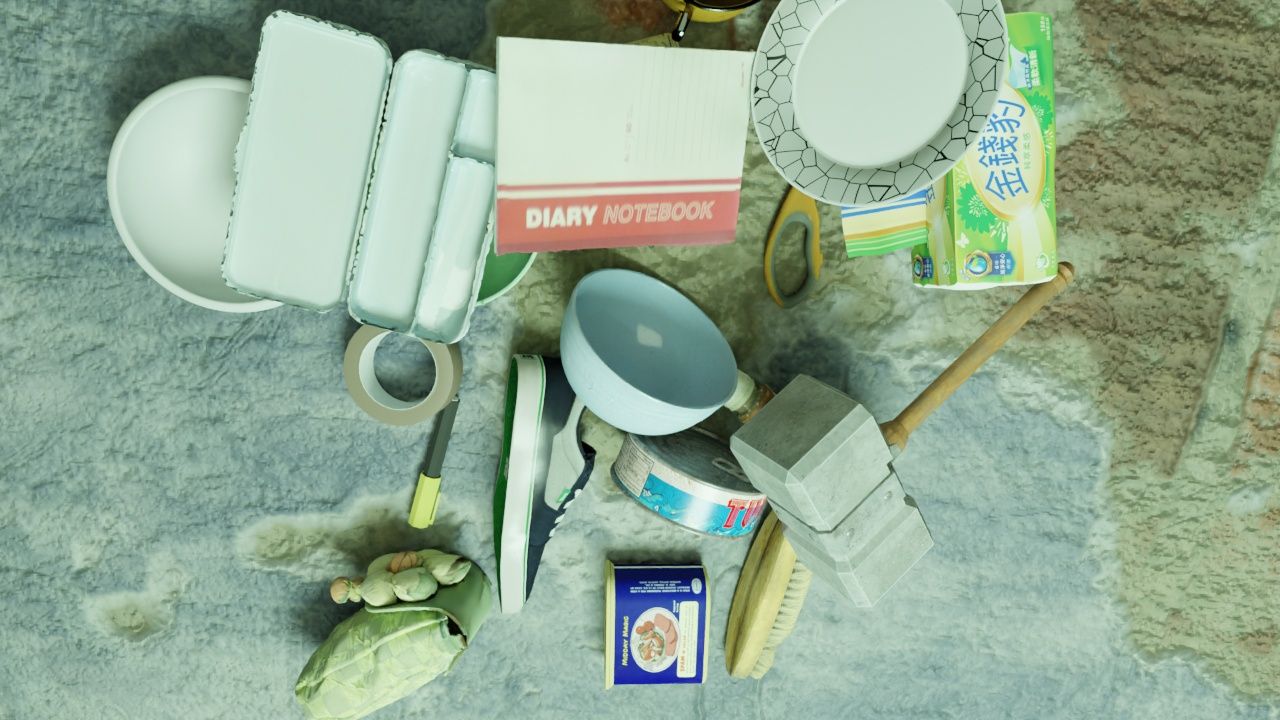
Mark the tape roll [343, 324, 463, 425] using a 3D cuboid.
[{"bbox_3d":[-0.199,0.006,0.770,0.094,0.030,0.094,1,99,5],"label":"tape roll"}]

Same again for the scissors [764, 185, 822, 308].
[{"bbox_3d":[0.165,-0.152,0.752,0.216,0.016,0.225,1,104,-2],"label":"scissors"}]

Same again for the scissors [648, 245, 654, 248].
[{"bbox_3d":[0.037,-0.153,0.745,0.126,0.019,0.144,-5,112,-4],"label":"scissors"}]

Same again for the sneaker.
[{"bbox_3d":[-0.082,0.112,0.791,0.079,0.084,0.235,5,106,-17],"label":"sneaker"}]

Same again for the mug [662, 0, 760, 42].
[{"bbox_3d":[0.049,-0.289,0.666,0.100,0.094,0.124,23,102,-8],"label":"mug"}]

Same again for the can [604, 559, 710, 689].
[{"bbox_3d":[0.014,0.242,0.841,0.092,0.056,0.116,0,106,-3],"label":"can"}]

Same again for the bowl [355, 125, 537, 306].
[{"bbox_3d":[-0.148,-0.120,0.719,0.151,0.077,0.151,0,106,-2],"label":"bowl"}]

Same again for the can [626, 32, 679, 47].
[{"bbox_3d":[-0.008,-0.227,0.712,0.079,0.038,0.038,-13,106,2],"label":"can"}]

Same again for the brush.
[{"bbox_3d":[0.120,0.208,0.834,0.043,0.059,0.196,12,108,-14],"label":"brush"}]

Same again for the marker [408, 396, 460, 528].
[{"bbox_3d":[-0.180,0.090,0.810,0.021,0.017,0.124,16,104,-7],"label":"marker"}]

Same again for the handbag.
[{"bbox_3d":[-0.224,0.232,0.804,0.186,0.113,0.117,-27,98,7],"label":"handbag"}]

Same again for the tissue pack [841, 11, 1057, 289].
[{"bbox_3d":[0.221,-0.149,0.693,0.141,0.120,0.197,-4,89,-2],"label":"tissue pack"}]

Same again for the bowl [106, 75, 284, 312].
[{"bbox_3d":[-0.311,-0.130,0.716,0.176,0.066,0.177,0,106,-2],"label":"bowl"}]

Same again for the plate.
[{"bbox_3d":[0.166,-0.205,0.658,0.189,0.016,0.188,1,93,36],"label":"plate"}]

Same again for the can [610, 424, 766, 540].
[{"bbox_3d":[0.043,0.095,0.760,0.130,0.130,0.044,20,104,-8],"label":"can"}]

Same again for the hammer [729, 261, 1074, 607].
[{"bbox_3d":[0.233,0.024,0.717,0.317,0.083,0.163,-41,124,-12],"label":"hammer"}]

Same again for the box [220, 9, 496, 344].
[{"bbox_3d":[-0.195,-0.126,0.662,0.189,0.037,0.209,13,103,-3],"label":"box"}]

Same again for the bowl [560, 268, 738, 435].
[{"bbox_3d":[-0.004,0.004,0.736,0.150,0.150,0.075,31,125,-10],"label":"bowl"}]

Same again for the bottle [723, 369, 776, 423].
[{"bbox_3d":[0.137,0.066,0.792,0.167,0.059,0.059,36,102,-11],"label":"bottle"}]

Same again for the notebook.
[{"bbox_3d":[-0.009,-0.157,0.686,0.208,0.012,0.153,-7,113,-27],"label":"notebook"}]
